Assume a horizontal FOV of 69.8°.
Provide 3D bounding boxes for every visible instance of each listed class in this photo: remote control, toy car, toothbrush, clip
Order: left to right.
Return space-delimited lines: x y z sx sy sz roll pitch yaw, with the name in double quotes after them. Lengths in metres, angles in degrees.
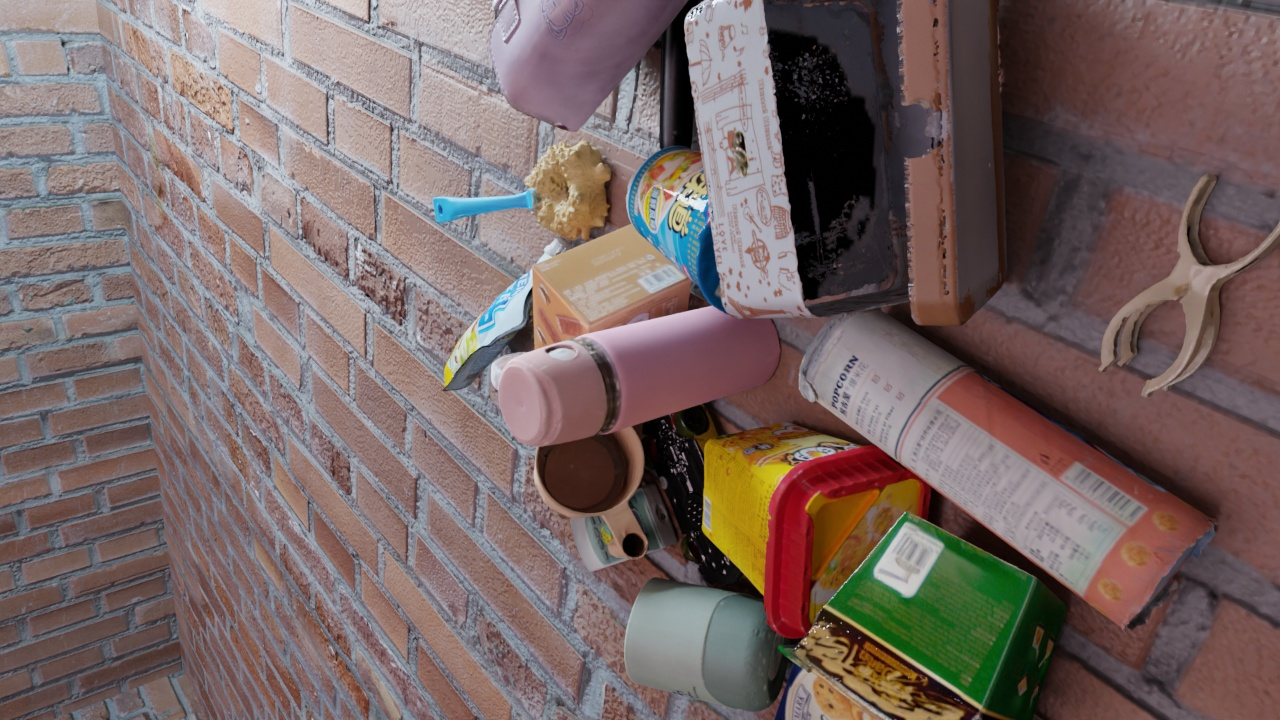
-0.019 0.154 0.830 0.135 0.019 0.056 -32 77 51 "remote control"
0.026 -0.161 0.664 0.027 0.026 0.213 35 129 57 "toothbrush"
0.047 0.098 0.711 0.071 0.041 0.155 -44 63 48 "toy car"
0.246 -0.036 0.429 0.076 0.034 0.104 30 119 42 "clip"

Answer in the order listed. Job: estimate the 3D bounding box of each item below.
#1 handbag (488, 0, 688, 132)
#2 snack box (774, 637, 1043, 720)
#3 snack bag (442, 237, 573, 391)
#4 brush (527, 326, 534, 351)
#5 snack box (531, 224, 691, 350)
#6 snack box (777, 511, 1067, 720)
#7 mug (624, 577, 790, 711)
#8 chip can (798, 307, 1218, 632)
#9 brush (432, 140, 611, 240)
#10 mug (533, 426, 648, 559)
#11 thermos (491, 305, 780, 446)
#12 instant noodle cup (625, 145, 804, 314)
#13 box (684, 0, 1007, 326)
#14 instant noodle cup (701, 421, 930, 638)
-0.024 -0.267 0.605 0.198 0.098 0.144 -32 55 52 "handbag"
0.175 0.268 0.608 0.178 0.045 0.183 36 127 39 "snack box"
-0.123 -0.039 0.836 0.039 0.110 0.192 43 143 -8 "snack bag"
-0.068 0.020 0.811 0.073 0.063 0.146 56 140 38 "brush"
-0.024 -0.033 0.698 0.077 0.092 0.095 46 150 32 "snack box"
0.164 0.151 0.503 0.118 0.117 0.105 25 84 41 "snack box"
0.057 0.219 0.701 0.106 0.112 0.082 5 68 23 "mug"
0.187 0.049 0.497 0.215 0.071 0.071 40 130 36 "chip can"
-0.117 -0.144 0.823 0.255 0.045 0.083 3 106 45 "brush"
-0.036 0.104 0.744 0.124 0.084 0.104 61 167 6 "mug"
-0.004 0.004 0.617 0.087 0.198 0.067 30 125 44 "thermos"
0.048 -0.096 0.613 0.110 0.099 0.099 41 131 47 "instant noodle cup"
0.131 -0.111 0.458 0.158 0.148 0.181 -171 71 -66 "box"
0.105 0.098 0.594 0.124 0.116 0.116 28 122 57 "instant noodle cup"
